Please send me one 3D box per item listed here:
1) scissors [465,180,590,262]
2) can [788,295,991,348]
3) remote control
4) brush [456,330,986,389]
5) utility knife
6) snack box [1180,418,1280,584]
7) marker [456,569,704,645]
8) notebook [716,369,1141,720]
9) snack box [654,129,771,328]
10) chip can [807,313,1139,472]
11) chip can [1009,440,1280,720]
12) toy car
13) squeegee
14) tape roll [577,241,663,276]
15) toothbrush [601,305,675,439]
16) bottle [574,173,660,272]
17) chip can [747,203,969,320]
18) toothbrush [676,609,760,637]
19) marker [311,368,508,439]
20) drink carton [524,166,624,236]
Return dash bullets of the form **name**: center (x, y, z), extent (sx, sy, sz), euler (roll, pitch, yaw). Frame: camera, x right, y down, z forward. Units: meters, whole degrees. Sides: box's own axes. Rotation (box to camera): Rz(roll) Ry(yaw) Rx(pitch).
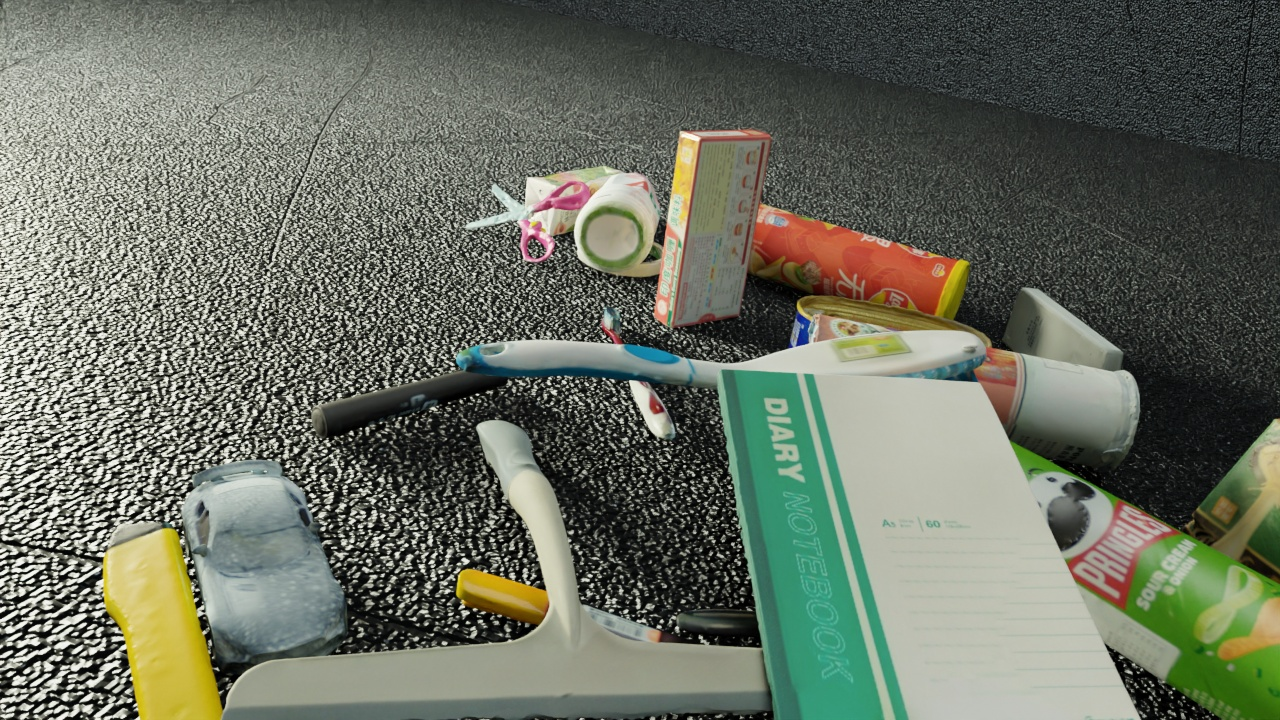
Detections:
- **scissors**: center (-0.104, -0.142, 0.866), extent (0.124, 0.017, 0.133), euler (-41, 50, -3)
- **can**: center (0.189, -0.008, 0.709), extent (0.148, 0.049, 0.074), euler (12, 25, 5)
- **remote control**: center (0.348, -0.011, 0.762), extent (0.019, 0.056, 0.135), euler (5, 25, -11)
- **brush**: center (0.057, 0.020, 0.545), extent (0.314, 0.110, 0.060), euler (-8, 33, -3)
- **utility knife**: center (-0.182, 0.122, 0.352), extent (0.033, 0.015, 0.197), euler (-22, 38, -23)
- **snack box**: center (0.385, 0.094, 0.500), extent (0.118, 0.106, 0.117), euler (-2, 28, -21)
- **marker**: center (-0.024, 0.119, 0.414), extent (0.124, 0.015, 0.018), euler (15, 24, 7)
- **notebook**: center (0.120, 0.080, 0.429), extent (0.150, 0.012, 0.208), euler (3, 42, -6)
- **snack box**: center (0.058, -0.106, 0.741), extent (0.076, 0.156, 0.027), euler (-11, 31, -36)
- **chip can**: center (0.219, 0.021, 0.636), extent (0.215, 0.071, 0.071), euler (11, 26, 5)
- **chip can**: center (0.258, 0.120, 0.445), extent (0.072, 0.072, 0.236), euler (-13, 34, -39)
- **toy car**: center (-0.168, 0.087, 0.406), extent (0.054, 0.037, 0.120), euler (-7, 33, -31)
- **squeegee**: center (-0.052, 0.073, 0.443), extent (0.246, 0.039, 0.246), euler (6, 19, -19)
- **tape roll**: center (-0.016, -0.101, 0.871), extent (0.086, 0.014, 0.085), euler (8, 25, -4)
- **toothbrush**: center (-0.004, 0.004, 0.654), extent (0.016, 0.017, 0.187), euler (1, 26, -16)
- **bottle**: center (-0.015, -0.140, 0.859), extent (0.068, 0.068, 0.196), euler (10, 23, 1)
- **chip can**: center (0.187, -0.088, 0.848), extent (0.217, 0.073, 0.073), euler (22, 28, 25)
- **toothbrush**: center (0.106, 0.127, 0.442), extent (0.181, 0.018, 0.015), euler (3, 34, -9)
- **marker**: center (-0.139, 0.021, 0.568), extent (0.131, 0.020, 0.022), euler (-17, 47, -44)
- **drink carton**: center (-0.066, -0.166, 0.942), extent (0.045, 0.054, 0.122), euler (24, 28, 28)
